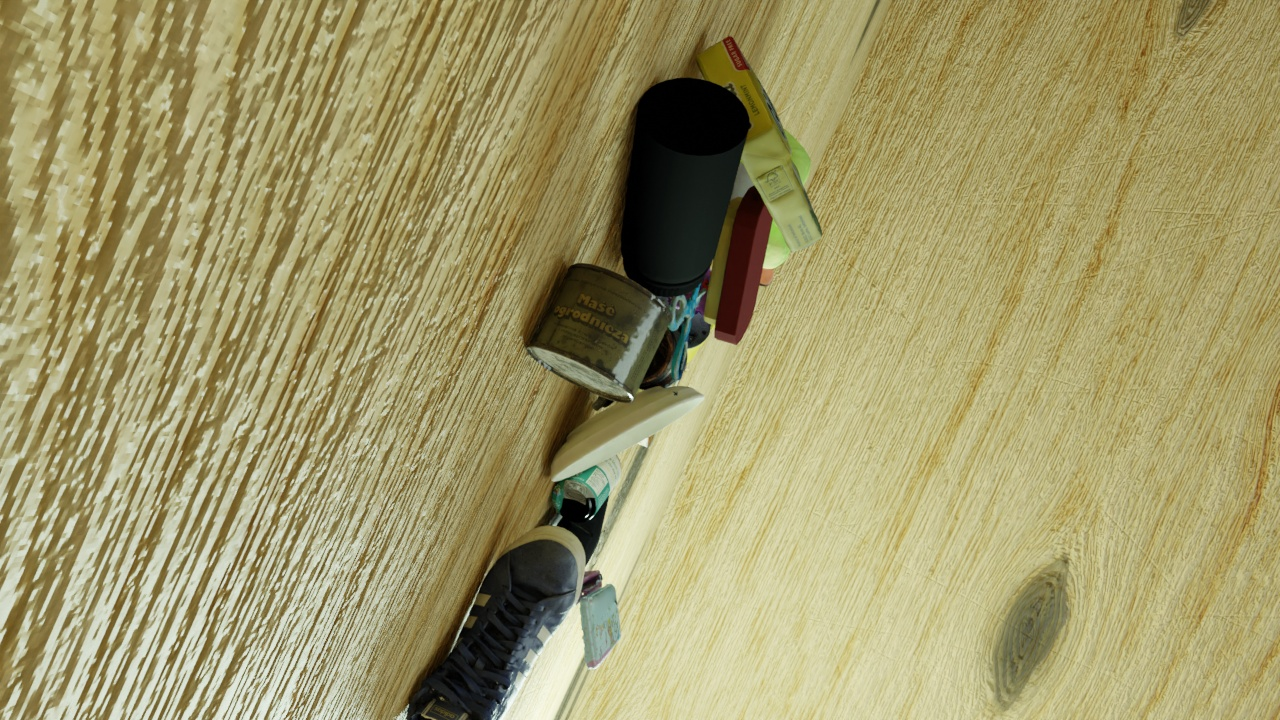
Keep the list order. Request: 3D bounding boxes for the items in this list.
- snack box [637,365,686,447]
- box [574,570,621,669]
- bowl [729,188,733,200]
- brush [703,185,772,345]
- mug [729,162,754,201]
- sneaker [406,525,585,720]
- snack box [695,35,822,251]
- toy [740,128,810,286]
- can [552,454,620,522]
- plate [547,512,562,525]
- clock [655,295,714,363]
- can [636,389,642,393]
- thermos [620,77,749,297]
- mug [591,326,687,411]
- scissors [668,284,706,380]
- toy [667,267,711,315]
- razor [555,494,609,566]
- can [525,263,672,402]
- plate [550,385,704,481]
[{"bbox_3d":[0.023,0.039,1.327,0.143,0.041,0.146,91,24,-70],"label":"snack box"},{"bbox_3d":[-0.080,0.293,1.039,0.214,0.090,0.091,57,25,-80],"label":"box"},{"bbox_3d":[0.046,-0.142,0.935,0.121,0.056,0.121,25,89,-81],"label":"bowl"},{"bbox_3d":[0.104,-0.103,0.986,0.082,0.042,0.174,-51,154,-54],"label":"brush"},{"bbox_3d":[0.094,-0.181,1.057,0.113,0.084,0.070,151,-38,-80],"label":"mug"},{"bbox_3d":[-0.140,0.264,0.835,0.233,0.091,0.118,-59,170,13],"label":"sneaker"},{"bbox_3d":[0.116,-0.191,0.839,0.181,0.045,0.121,46,23,-53],"label":"snack box"},{"bbox_3d":[0.152,-0.206,1.145,0.107,0.150,0.197,-31,159,-17],"label":"toy"},{"bbox_3d":[-0.060,0.142,1.063,0.101,0.055,0.055,-49,161,-62],"label":"can"},{"bbox_3d":[-0.129,0.251,1.082,0.178,0.012,0.178,25,89,-81],"label":"plate"},{"bbox_3d":[0.044,-0.045,1.102,0.118,0.083,0.057,-57,173,-34],"label":"clock"},{"bbox_3d":[-0.009,0.058,1.197,0.038,0.038,0.079,-27,140,-76],"label":"can"},{"bbox_3d":[0.030,-0.131,0.776,0.199,0.086,0.085,101,16,-56],"label":"thermos"},{"bbox_3d":[-0.006,0.006,0.971,0.116,0.080,0.107,-56,170,2],"label":"mug"},{"bbox_3d":[0.048,-0.039,0.931,0.139,0.013,0.118,-55,149,-62],"label":"scissors"},{"bbox_3d":[0.058,-0.085,1.064,0.105,0.088,0.056,-57,174,-46],"label":"toy"},{"bbox_3d":[-0.073,0.195,1.090,0.067,0.054,0.151,-55,-176,28],"label":"razor"},{"bbox_3d":[-0.030,-0.021,0.699,0.090,0.090,0.074,80,35,-74],"label":"can"},{"bbox_3d":[-0.020,0.069,0.963,0.182,0.034,0.182,-28,171,-5],"label":"plate"}]
